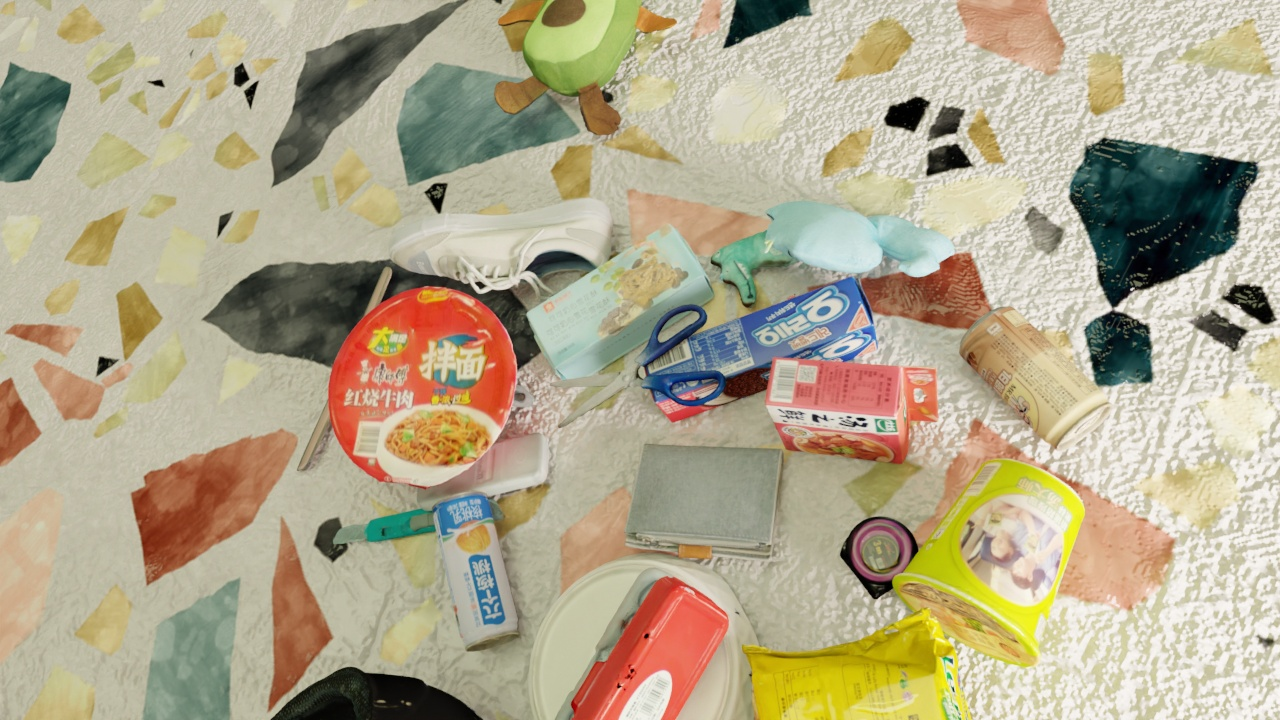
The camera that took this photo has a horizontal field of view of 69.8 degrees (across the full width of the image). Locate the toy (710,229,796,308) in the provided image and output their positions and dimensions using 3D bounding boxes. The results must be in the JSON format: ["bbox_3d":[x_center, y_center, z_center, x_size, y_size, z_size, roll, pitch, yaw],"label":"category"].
[{"bbox_3d":[0.113,-0.098,0.888,0.092,0.030,0.096,-19,59,15],"label":"toy"}]

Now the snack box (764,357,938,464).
[{"bbox_3d":[0.175,0.043,0.751,0.127,0.113,0.044,4,66,21],"label":"snack box"}]

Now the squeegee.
[{"bbox_3d":[-0.224,0.017,0.952,0.250,0.040,0.247,9,70,23],"label":"squeegee"}]

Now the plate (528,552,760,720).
[{"bbox_3d":[-0.003,0.258,0.757,0.205,0.045,0.204,-8,63,16],"label":"plate"}]

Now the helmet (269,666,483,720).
[{"bbox_3d":[-0.201,0.370,0.674,0.234,0.230,0.274,-25,58,43],"label":"helmet"}]

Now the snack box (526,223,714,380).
[{"bbox_3d":[-0.020,-0.054,0.902,0.175,0.051,0.074,-32,61,3],"label":"snack box"}]

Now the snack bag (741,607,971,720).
[{"bbox_3d":[0.169,0.312,0.647,0.158,0.068,0.246,-16,66,13],"label":"snack bag"}]

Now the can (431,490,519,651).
[{"bbox_3d":[-0.149,0.190,0.829,0.053,0.053,0.134,-22,67,9],"label":"can"}]

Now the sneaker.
[{"bbox_3d":[-0.146,-0.103,0.956,0.242,0.089,0.090,-6,69,10],"label":"sneaker"}]

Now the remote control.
[{"bbox_3d":[-0.153,0.108,0.889,0.136,0.020,0.055,-15,45,13],"label":"remote control"}]

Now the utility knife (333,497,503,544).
[{"bbox_3d":[-0.220,0.160,0.899,0.187,0.013,0.029,-13,63,14],"label":"utility knife"}]

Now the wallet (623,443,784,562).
[{"bbox_3d":[0.056,0.124,0.803,0.130,0.037,0.106,1,56,19],"label":"wallet"}]

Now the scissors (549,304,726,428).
[{"bbox_3d":[0.002,0.014,0.821,0.163,0.012,0.162,32,83,32],"label":"scissors"}]

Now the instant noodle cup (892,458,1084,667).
[{"bbox_3d":[0.267,0.143,0.682,0.112,0.112,0.123,27,69,28],"label":"instant noodle cup"}]

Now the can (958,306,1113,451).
[{"bbox_3d":[0.318,0.013,0.745,0.058,0.058,0.116,-36,59,1],"label":"can"}]

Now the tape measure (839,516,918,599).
[{"bbox_3d":[0.194,0.156,0.737,0.058,0.039,0.057,-41,60,4],"label":"tape measure"}]

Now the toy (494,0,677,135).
[{"bbox_3d":[-0.066,-0.379,1.048,0.227,0.090,0.246,12,74,18],"label":"toy"}]

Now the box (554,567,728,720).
[{"bbox_3d":[-0.021,0.256,0.705,0.099,0.095,0.201,16,72,56],"label":"box"}]

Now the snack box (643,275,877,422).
[{"bbox_3d":[0.108,-0.009,0.831,0.208,0.058,0.057,-21,61,10],"label":"snack box"}]

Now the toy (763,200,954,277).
[{"bbox_3d":[0.187,-0.109,0.826,0.156,0.050,0.161,-12,35,-28],"label":"toy"}]

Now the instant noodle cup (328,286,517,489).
[{"bbox_3d":[-0.201,0.030,0.887,0.194,0.066,0.193,-4,74,12],"label":"instant noodle cup"}]
